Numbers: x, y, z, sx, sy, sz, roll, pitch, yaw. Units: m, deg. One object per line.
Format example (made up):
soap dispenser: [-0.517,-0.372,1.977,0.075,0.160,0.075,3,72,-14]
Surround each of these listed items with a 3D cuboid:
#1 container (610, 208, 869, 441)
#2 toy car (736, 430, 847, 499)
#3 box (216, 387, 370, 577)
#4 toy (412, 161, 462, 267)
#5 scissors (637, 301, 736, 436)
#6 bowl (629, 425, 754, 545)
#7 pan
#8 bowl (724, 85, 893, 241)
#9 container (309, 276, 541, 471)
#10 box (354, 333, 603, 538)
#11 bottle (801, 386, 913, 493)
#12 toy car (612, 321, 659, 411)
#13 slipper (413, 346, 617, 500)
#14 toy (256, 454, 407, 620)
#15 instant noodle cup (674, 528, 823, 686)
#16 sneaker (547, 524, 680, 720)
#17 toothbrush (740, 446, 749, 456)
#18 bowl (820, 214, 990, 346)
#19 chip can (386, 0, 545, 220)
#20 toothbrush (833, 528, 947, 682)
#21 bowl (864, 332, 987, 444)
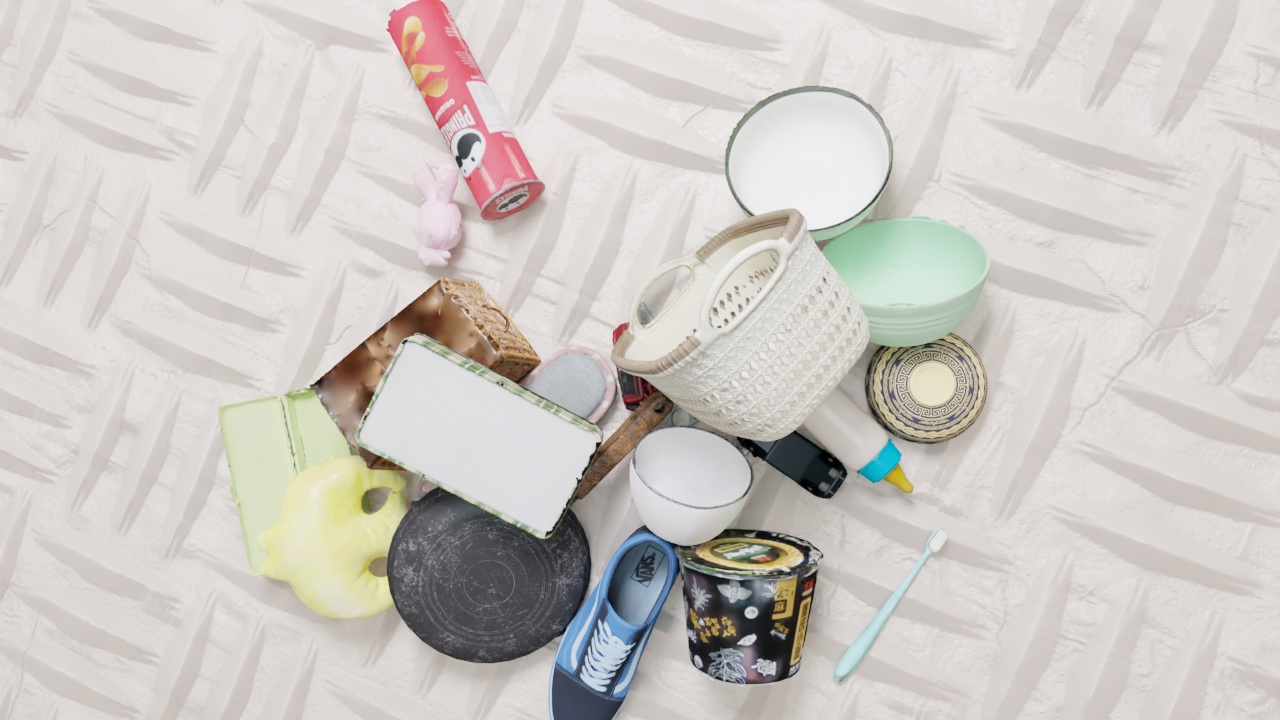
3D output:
container: [0.083,-0.028,0.807,0.143,0.246,0.184,44,84,-12]
toy car: [0.147,0.091,0.893,0.112,0.034,0.046,34,94,0]
box: [-0.367,0.125,0.985,0.141,0.044,0.187,-14,85,-12]
toy: [-0.211,-0.152,0.958,0.063,0.047,0.110,23,119,43]
scissors: [0.047,0.008,0.926,0.095,0.014,0.170,-10,88,18]
bowl: [0.044,0.122,0.864,0.116,0.116,0.066,18,125,11]
pan: [-0.094,0.158,0.899,0.357,0.040,0.207,-45,104,5]
bowl: [0.161,-0.177,0.876,0.153,0.073,0.153,-4,71,12]
container: [-0.216,0.014,0.927,0.198,0.112,0.114,-40,81,5]
box: [-0.145,0.068,0.841,0.205,0.050,0.117,26,93,-4]
bottle: [0.204,0.074,0.876,0.146,0.051,0.051,44,95,10]
toy car: [-0.006,0.005,0.924,0.042,0.036,0.091,-12,80,27]
slipper: [-0.134,0.094,0.937,0.114,0.054,0.274,44,95,10]
toy: [-0.308,0.181,0.936,0.154,0.065,0.170,-11,86,-14]
instant noodle cup: [0.100,0.229,0.854,0.137,0.137,0.112,2,97,11]
sneaker: [-0.034,0.268,0.887,0.083,0.098,0.241,26,92,11]
toothbrush: [0.114,0.069,0.912,0.017,0.016,0.189,35,94,20]
bowl: [0.240,-0.063,0.846,0.151,0.150,0.077,-5,128,10]
chip can: [-0.184,-0.264,0.955,0.073,0.073,0.233,-29,82,8]
toothbrush: [0.239,0.236,0.880,0.016,0.016,0.181,35,95,10]
bowl: [0.270,0.023,0.860,0.112,0.061,0.112,-1,87,11]
